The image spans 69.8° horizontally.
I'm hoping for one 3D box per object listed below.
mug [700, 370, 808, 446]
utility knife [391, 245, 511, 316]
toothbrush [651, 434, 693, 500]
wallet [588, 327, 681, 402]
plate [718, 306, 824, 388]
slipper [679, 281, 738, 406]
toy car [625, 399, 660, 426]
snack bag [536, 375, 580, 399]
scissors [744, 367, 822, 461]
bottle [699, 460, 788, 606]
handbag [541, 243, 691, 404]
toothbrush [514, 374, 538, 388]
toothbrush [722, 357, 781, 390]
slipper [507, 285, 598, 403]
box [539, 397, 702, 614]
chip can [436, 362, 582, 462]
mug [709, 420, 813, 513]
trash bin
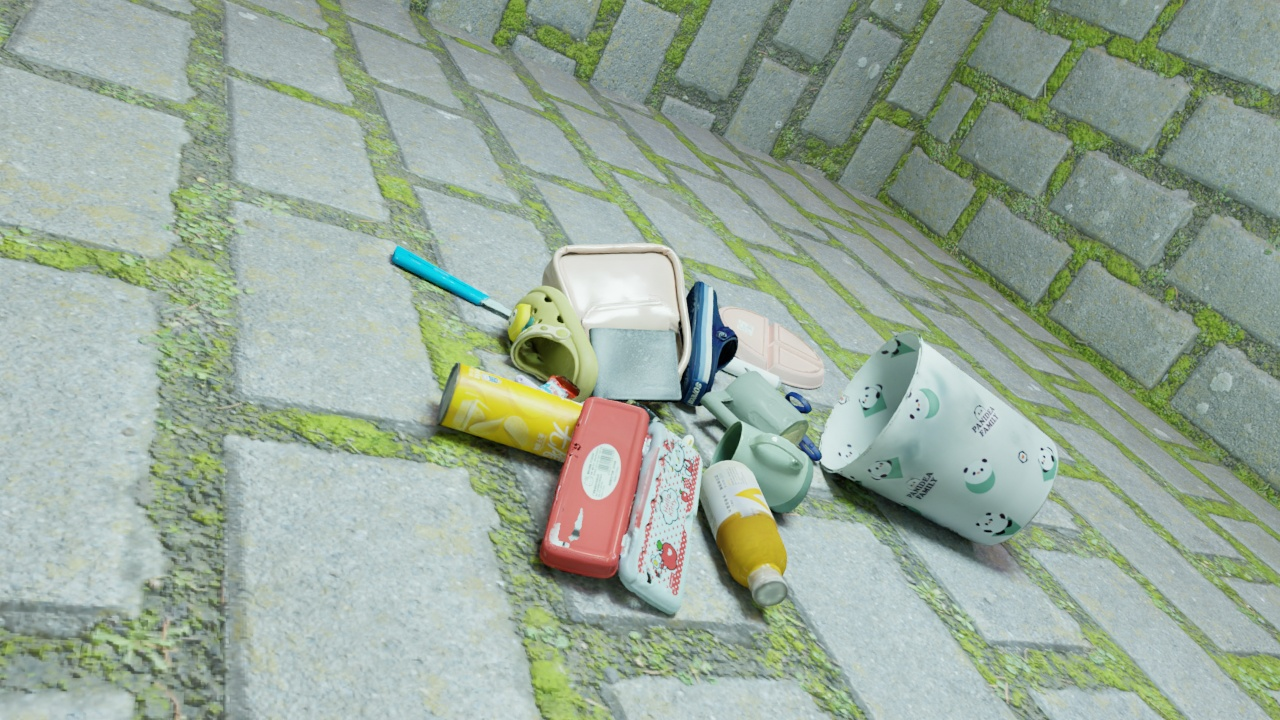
[{"bbox_3d":[0.153,0.079,1.240,0.123,0.084,0.103,-6,42,-48],"label":"mug"},{"bbox_3d":[-0.252,-0.103,1.249,0.191,0.018,0.034,28,23,-4],"label":"utility knife"},{"bbox_3d":[0.042,0.125,1.100,0.016,0.018,0.191,32,23,4],"label":"toothbrush"},{"bbox_3d":[-0.007,0.007,1.186,0.120,0.019,0.097,2,73,-20],"label":"wallet"},{"bbox_3d":[0.225,-0.028,1.606,0.229,0.028,0.229,23,24,-11],"label":"plate"},{"bbox_3d":[0.100,-0.026,1.337,0.095,0.105,0.252,21,35,-9],"label":"slipper"},{"bbox_3d":[-0.013,0.076,1.123,0.049,0.031,0.105,37,19,16],"label":"toy car"},{"bbox_3d":[-0.118,0.048,1.057,0.045,0.026,0.105,40,45,18],"label":"snack bag"},{"bbox_3d":[0.206,0.072,1.306,0.176,0.012,0.162,54,-15,9],"label":"scissors"},{"bbox_3d":[0.113,0.185,0.992,0.068,0.068,0.189,18,25,-21],"label":"bottle"},{"bbox_3d":[-0.021,-0.047,1.247,0.193,0.094,0.234,-7,60,-23],"label":"handbag"},{"bbox_3d":[-0.076,0.071,1.083,0.189,0.029,0.021,33,-16,16],"label":"toothbrush"},{"bbox_3d":[0.120,-0.003,1.440,0.221,0.027,0.026,23,29,-10],"label":"toothbrush"},{"bbox_3d":[-0.119,-0.024,1.145,0.081,0.092,0.190,4,36,-39],"label":"slipper"},{"bbox_3d":[-0.009,0.137,0.912,0.161,0.060,0.200,25,45,-11],"label":"box"},{"bbox_3d":[-0.108,0.067,0.989,0.213,0.072,0.072,20,25,-17],"label":"chip can"},{"bbox_3d":[0.154,0.125,1.108,0.106,0.112,0.082,27,53,-8],"label":"mug"},{"bbox_3d":[0.421,0.120,1.292,0.252,0.230,0.229,32,23,-7],"label":"trash bin"}]
